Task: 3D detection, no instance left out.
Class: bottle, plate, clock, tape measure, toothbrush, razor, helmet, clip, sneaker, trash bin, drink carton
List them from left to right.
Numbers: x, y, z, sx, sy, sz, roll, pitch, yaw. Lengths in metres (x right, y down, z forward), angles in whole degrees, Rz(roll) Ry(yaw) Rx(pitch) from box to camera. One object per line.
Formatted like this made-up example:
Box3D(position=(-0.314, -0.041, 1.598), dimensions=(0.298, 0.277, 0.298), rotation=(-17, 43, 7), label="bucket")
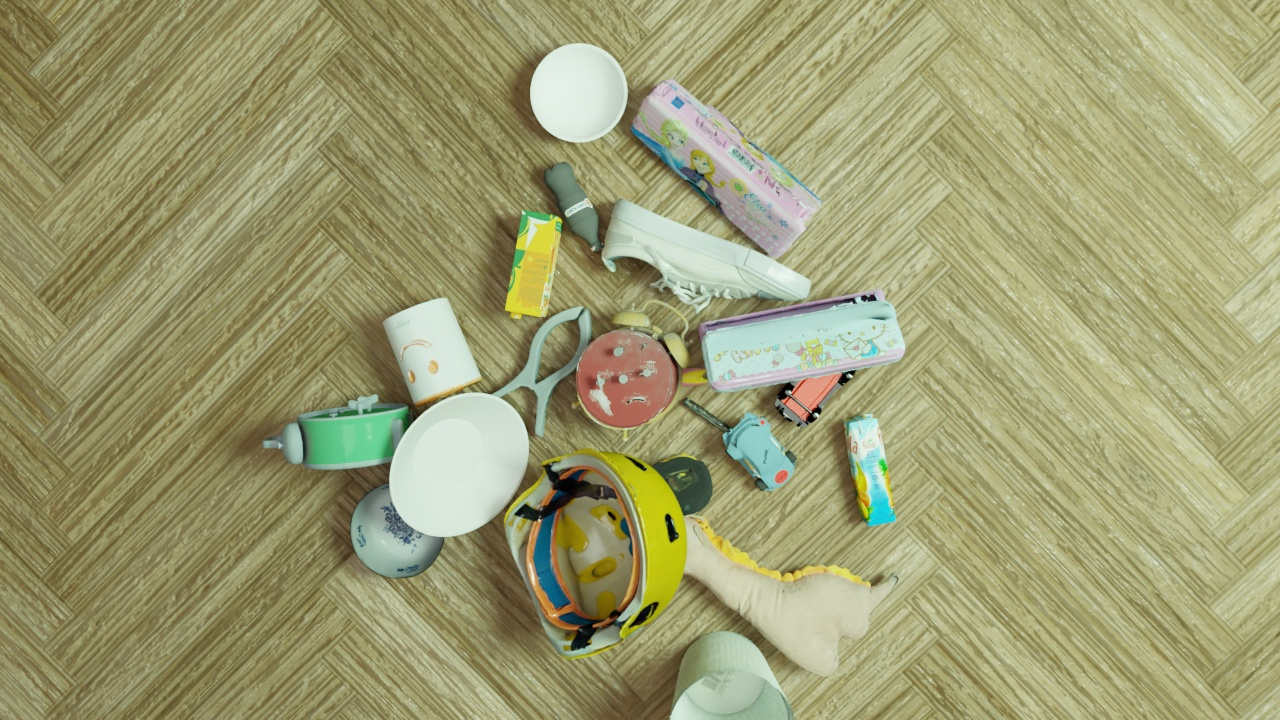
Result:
Box3D(position=(-0.346, 0.082, 1.048), dimensions=(0.161, 0.122, 0.075), rotation=(-5, 94, -5), label="clock")
Box3D(position=(-0.213, 0.115, 1.054), dimensions=(0.173, 0.036, 0.174), rotation=(-15, 116, -35), label="plate")
Box3D(position=(-0.123, -0.107, 1.062), dimensions=(0.041, 0.058, 0.122), rotation=(11, 94, 2), label="drink carton")
Box3D(position=(-0.102, 0.012, 1.084), dimensions=(0.090, 0.027, 0.162), rotation=(42, 95, 1), label="clip")
Box3D(position=(-0.075, -0.177, 1.067), dimensions=(0.036, 0.036, 0.110), rotation=(-28, 92, 3), label="bottle")
Box3D(position=(-0.025, 0.198, 1.012), dimensions=(0.241, 0.139, 0.209), rotation=(-48, 59, 35), label="helmet")
Box3D(position=(-0.006, 0.006, 1.045), dimensions=(0.117, 0.081, 0.159), rotation=(33, 97, 7), label="clock")
Box3D(position=(0.047, 0.145, 1.067), dimensions=(0.072, 0.042, 0.071), rotation=(-26, 55, -7), label="tape measure")
Box3D(position=(0.070, -0.101, 1.046), dimensions=(0.242, 0.089, 0.091), rotation=(22, 98, 7), label="sneaker")
Box3D(position=(0.089, 0.018, 1.083), dimensions=(0.135, 0.016, 0.021), rotation=(-4, 95, 7), label="toothbrush")
Box3D(position=(0.096, 0.077, 1.083), dimensions=(0.106, 0.026, 0.042), rotation=(35, 96, 4), label="razor")
Box3D(position=(0.097, 0.381, 1.029), dimensions=(0.133, 0.161, 0.133), rotation=(0, 93, 2), label="trash bin")
Box3D(position=(0.266, 0.125, 1.067), dimensions=(0.038, 0.044, 0.129), rotation=(-11, 94, 3), label="drink carton")

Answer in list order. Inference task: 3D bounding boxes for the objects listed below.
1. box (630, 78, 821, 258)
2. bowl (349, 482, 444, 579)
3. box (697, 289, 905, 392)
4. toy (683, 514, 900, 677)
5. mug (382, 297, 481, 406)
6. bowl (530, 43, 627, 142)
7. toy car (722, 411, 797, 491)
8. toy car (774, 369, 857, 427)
Box3D(position=(0.107, -0.231, 1.045), dimensions=(0.230, 0.085, 0.090), rotation=(42, 66, 0), label="box")
Box3D(position=(-0.284, 0.198, 1.093), dimensions=(0.114, 0.045, 0.114), rotation=(0, 93, 2), label="bowl")
Box3D(position=(0.173, -0.031, 1.018), dimensions=(0.214, 0.140, 0.062), rotation=(-11, 121, 3), label="box")
Box3D(position=(0.149, 0.247, 1.076), dimensions=(0.264, 0.065, 0.196), rotation=(41, 85, 6), label="toy")
Box3D(position=(-0.241, -0.010, 1.062), dimensions=(0.082, 0.082, 0.105), rotation=(-22, 91, 3), label="mug")
Box3D(position=(-0.069, -0.303, 1.058), dimensions=(0.110, 0.040, 0.110), rotation=(0, 93, 2), label="bowl")
Box3D(position=(0.143, 0.111, 1.057), dimensions=(0.060, 0.027, 0.108), rotation=(-42, 116, -2), label="toy car")
Box3D(position=(0.200, 0.029, 1.061), dimensions=(0.051, 0.049, 0.100), rotation=(40, 94, 1), label="toy car")
